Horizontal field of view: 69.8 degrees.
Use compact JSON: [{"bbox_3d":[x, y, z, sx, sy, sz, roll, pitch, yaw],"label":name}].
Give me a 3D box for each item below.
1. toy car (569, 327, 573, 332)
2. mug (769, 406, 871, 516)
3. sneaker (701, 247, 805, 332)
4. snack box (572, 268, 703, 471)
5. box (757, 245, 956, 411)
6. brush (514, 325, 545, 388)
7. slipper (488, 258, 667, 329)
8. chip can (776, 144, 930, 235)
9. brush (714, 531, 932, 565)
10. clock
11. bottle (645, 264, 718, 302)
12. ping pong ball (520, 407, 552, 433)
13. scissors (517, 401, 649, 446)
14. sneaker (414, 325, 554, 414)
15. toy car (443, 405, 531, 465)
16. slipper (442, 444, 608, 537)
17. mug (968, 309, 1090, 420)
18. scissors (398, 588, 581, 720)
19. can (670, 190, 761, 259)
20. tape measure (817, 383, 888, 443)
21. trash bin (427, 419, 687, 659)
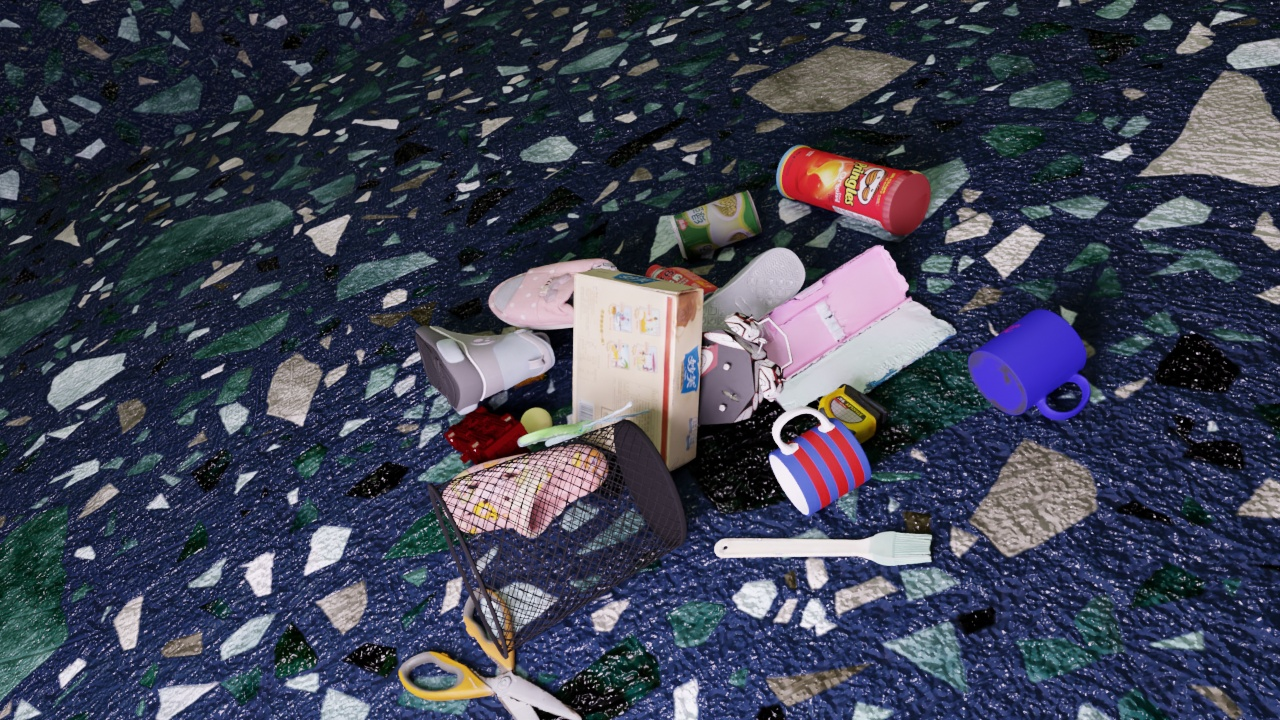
[{"bbox_3d":[-0.046,-0.058,1.265,0.153,0.056,0.054,23,38,36],"label":"toy car"},{"bbox_3d":[0.178,0.094,0.940,0.076,0.112,0.075,-29,24,-8],"label":"mug"},{"bbox_3d":[0.113,-0.053,1.162,0.235,0.089,0.087,-45,6,-6],"label":"sneaker"},{"bbox_3d":[-0.006,0.006,1.059,0.153,0.207,0.055,16,22,38],"label":"snack box"},{"bbox_3d":[0.240,-0.025,1.102,0.230,0.062,0.160,-32,68,-11],"label":"box"},{"bbox_3d":[-0.167,-0.011,1.305,0.048,0.017,0.126,-23,39,1],"label":"brush"},{"bbox_3d":[-0.082,-0.090,1.221,0.275,0.054,0.113,4,49,22],"label":"slipper"},{"bbox_3d":[0.296,-0.244,1.294,0.087,0.087,0.213,-38,40,-19],"label":"chip can"},{"bbox_3d":[0.177,0.187,0.914,0.218,0.012,0.033,-5,42,23],"label":"brush"},{"bbox_3d":[0.102,0.009,1.048,0.155,0.114,0.065,-33,-13,30],"label":"clock"},{"bbox_3d":[0.055,-0.095,1.259,0.062,0.062,0.137,-35,39,-15],"label":"bottle"},{"bbox_3d":[-0.132,0.080,1.164,0.040,0.040,0.040,-14,39,11],"label":"ping pong ball"},{"bbox_3d":[-0.059,0.069,0.971,0.171,0.021,0.173,-8,-17,-38],"label":"scissors"},{"bbox_3d":[-0.213,-0.011,1.263,0.160,0.093,0.257,-18,19,-17],"label":"sneaker"},{"bbox_3d":[-0.186,0.103,1.141,0.070,0.062,0.170,-39,19,-21],"label":"toy car"},{"bbox_3d":[-0.129,0.157,1.040,0.197,0.093,0.081,-18,47,3],"label":"slipper"},{"bbox_3d":[0.413,0.013,0.954,0.083,0.079,0.111,-33,68,-12],"label":"mug"},{"bbox_3d":[-0.154,0.323,0.915,0.175,0.016,0.225,-34,40,-12],"label":"scissors"},{"bbox_3d":[0.110,-0.198,1.346,0.121,0.067,0.067,-19,39,5],"label":"can"},{"bbox_3d":[0.227,0.064,1.008,0.065,0.037,0.064,33,58,31],"label":"tape measure"},{"bbox_3d":[-0.079,0.165,0.925,0.209,0.184,0.184,-23,37,-19],"label":"trash bin"}]
